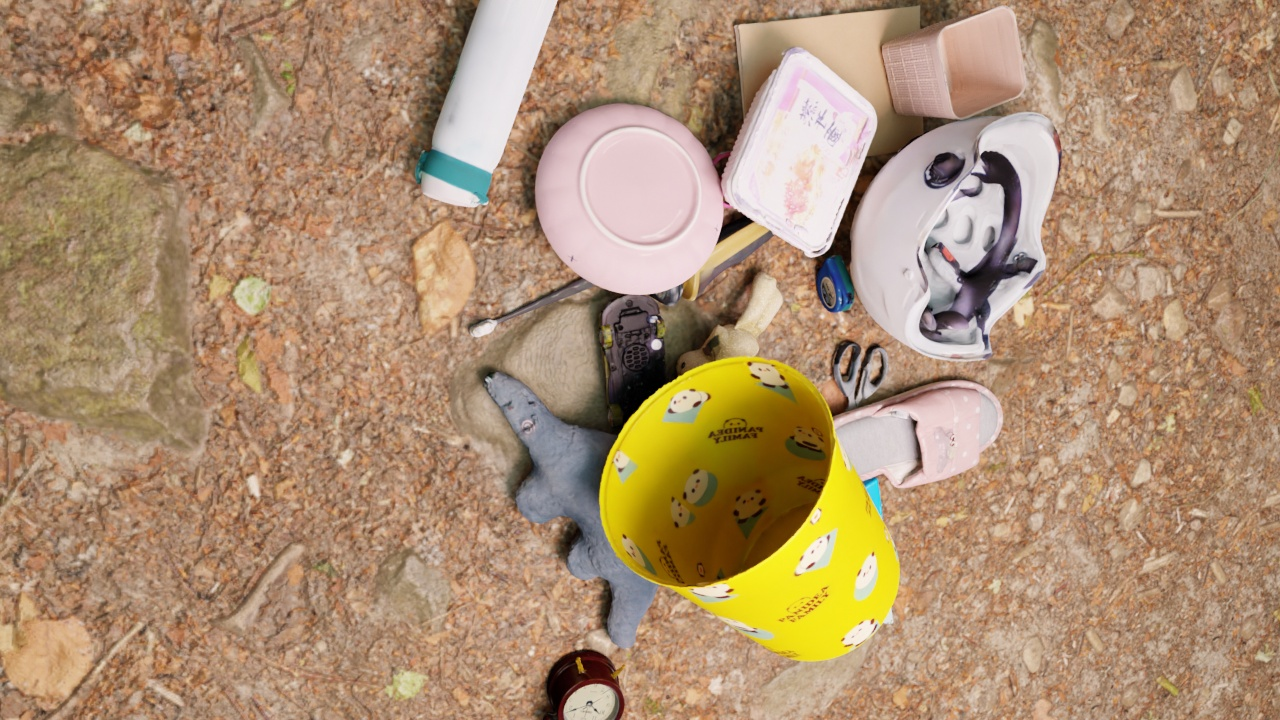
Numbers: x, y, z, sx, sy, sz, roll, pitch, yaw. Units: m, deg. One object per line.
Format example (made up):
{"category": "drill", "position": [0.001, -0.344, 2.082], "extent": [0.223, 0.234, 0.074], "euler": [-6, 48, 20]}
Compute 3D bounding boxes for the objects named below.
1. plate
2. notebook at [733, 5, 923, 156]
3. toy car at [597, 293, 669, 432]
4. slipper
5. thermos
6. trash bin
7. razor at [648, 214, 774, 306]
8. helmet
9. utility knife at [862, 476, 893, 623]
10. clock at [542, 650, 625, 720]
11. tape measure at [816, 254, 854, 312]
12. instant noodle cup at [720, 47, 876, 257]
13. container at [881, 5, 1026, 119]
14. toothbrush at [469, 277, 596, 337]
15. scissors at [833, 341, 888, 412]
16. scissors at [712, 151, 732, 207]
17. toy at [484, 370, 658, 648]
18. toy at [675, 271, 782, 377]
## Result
{"category": "plate", "position": [-0.004, -0.161, 0.884], "extent": [0.192, 0.039, 0.192], "euler": [2, 82, -17]}
{"category": "notebook", "position": [0.204, -0.285, 0.967], "extent": [0.211, 0.012, 0.149], "euler": [-11, 107, -14]}
{"category": "toy car", "position": [-0.006, 0.006, 0.954], "extent": [0.070, 0.042, 0.158], "euler": [-10, 110, -15]}
{"category": "slipper", "position": [0.317, 0.090, 1.058], "extent": [0.274, 0.054, 0.114], "euler": [-8, 107, -22]}
{"category": "thermos", "position": [-0.142, -0.250, 0.841], "extent": [0.073, 0.073, 0.224], "euler": [19, 97, -20]}
{"category": "trash bin", "position": [0.124, 0.160, 0.892], "extent": [0.229, 0.229, 0.255], "euler": [-45, 132, -3]}
{"category": "razor", "position": [0.078, -0.116, 0.948], "extent": [0.167, 0.062, 0.068], "euler": [-32, 123, -14]}
{"category": "helmet", "position": [0.311, -0.137, 0.956], "extent": [0.228, 0.146, 0.258], "euler": [23, 91, -45]}
{"category": "utility knife", "position": [0.286, 0.236, 1.113], "extent": [0.034, 0.018, 0.203], "euler": [-18, 109, -13]}
{"category": "clock", "position": [-0.063, 0.383, 1.019], "extent": [0.082, 0.055, 0.122], "euler": [16, 99, -20]}
{"category": "tape measure", "position": [0.212, -0.080, 0.995], "extent": [0.025, 0.055, 0.058], "euler": [-13, 74, -11]}
{"category": "instant noodle cup", "position": [0.149, -0.203, 0.914], "extent": [0.138, 0.060, 0.173], "euler": [28, 79, -29]}
{"category": "container", "position": [0.313, -0.299, 0.933], "extent": [0.089, 0.111, 0.090], "euler": [-24, 110, -11]}
{"category": "toothbrush", "position": [-0.088, -0.063, 0.928], "extent": [0.181, 0.018, 0.016], "euler": [-25, 106, -12]}
{"category": "scissors", "position": [0.234, 0.062, 1.053], "extent": [0.173, 0.014, 0.142], "euler": [-47, 113, -6]}
{"category": "scissors", "position": [0.053, -0.162, 0.949], "extent": [0.135, 0.017, 0.064], "euler": [-31, 120, -3]}
{"category": "toy", "position": [-0.044, 0.152, 0.960], "extent": [0.138, 0.091, 0.356], "euler": [-22, 109, 16]}
{"category": "toy", "position": [0.096, -0.025, 0.974], "extent": [0.157, 0.066, 0.105], "euler": [-52, 154, -4]}
